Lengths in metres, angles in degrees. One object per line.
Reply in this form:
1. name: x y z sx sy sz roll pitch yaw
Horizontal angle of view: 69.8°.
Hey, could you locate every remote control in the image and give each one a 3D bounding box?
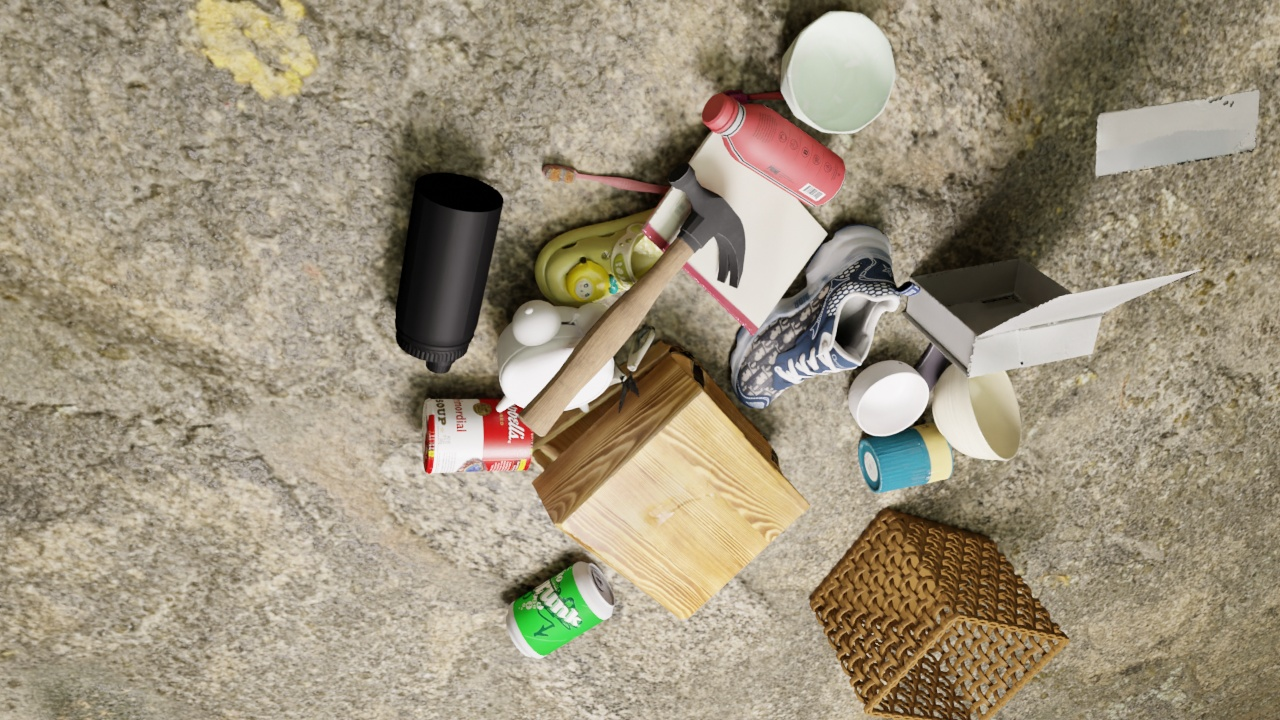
1. remote control: 0.398 -0.001 1.240 0.046 0.009 0.125 11 121 -24

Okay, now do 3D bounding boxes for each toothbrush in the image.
1. toothbrush: 0.176 -0.278 0.964 0.189 0.016 0.016 -6 126 -13
2. toothbrush: -0.014 -0.187 0.973 0.184 0.015 0.015 4 117 -22

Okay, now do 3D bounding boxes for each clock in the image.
1. clock: -0.095 -0.008 1.013 0.125 0.072 0.161 2 141 -19

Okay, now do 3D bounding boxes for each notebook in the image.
1. notebook: 0.109 -0.142 1.010 0.208 0.012 0.153 39 85 -36

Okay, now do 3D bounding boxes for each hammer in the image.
1. hammer: -0.011 -0.045 0.944 0.305 0.040 0.132 -50 123 -5

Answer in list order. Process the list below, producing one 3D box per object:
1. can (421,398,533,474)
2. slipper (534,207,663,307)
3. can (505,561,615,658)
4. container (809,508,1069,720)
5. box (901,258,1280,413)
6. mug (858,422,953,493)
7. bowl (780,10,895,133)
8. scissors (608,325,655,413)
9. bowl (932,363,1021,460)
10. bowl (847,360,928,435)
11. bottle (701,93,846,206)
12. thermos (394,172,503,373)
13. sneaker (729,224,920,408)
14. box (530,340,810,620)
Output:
1. can: -0.191 0.087 1.069 0.116 0.086 0.087 1 124 -19
2. slipper: -0.017 -0.103 0.992 0.190 0.081 0.092 -21 131 -5
3. can: -0.112 0.349 1.284 0.140 0.087 0.088 -33 128 7
4. container: 0.450 0.400 1.418 0.251 0.214 0.220 18 118 -28
5. box: 0.464 -0.035 0.968 0.166 0.479 0.119 -11 101 -11
6. mug: 0.370 0.145 1.300 0.107 0.083 0.114 -13 155 -8
7. bowl: 0.190 -0.287 0.924 0.117 0.061 0.117 -3 103 -15
8. scissors: -0.020 0.018 1.040 0.012 0.162 0.155 41 142 -18
9. bowl: 0.444 0.066 1.237 0.150 0.150 0.076 33 145 -34
10. bowl: 0.325 0.045 1.223 0.104 0.054 0.105 -8 125 -12
11. bottle: 0.136 -0.222 0.953 0.176 0.062 0.062 22 116 -36
12. thermos: -0.202 -0.083 0.943 0.086 0.086 0.199 5 123 -21
13. sneaker: 0.212 -0.024 1.085 0.103 0.132 0.270 22 120 -32
14. box: 0.038 0.145 1.150 0.245 0.168 0.279 -41 126 5
